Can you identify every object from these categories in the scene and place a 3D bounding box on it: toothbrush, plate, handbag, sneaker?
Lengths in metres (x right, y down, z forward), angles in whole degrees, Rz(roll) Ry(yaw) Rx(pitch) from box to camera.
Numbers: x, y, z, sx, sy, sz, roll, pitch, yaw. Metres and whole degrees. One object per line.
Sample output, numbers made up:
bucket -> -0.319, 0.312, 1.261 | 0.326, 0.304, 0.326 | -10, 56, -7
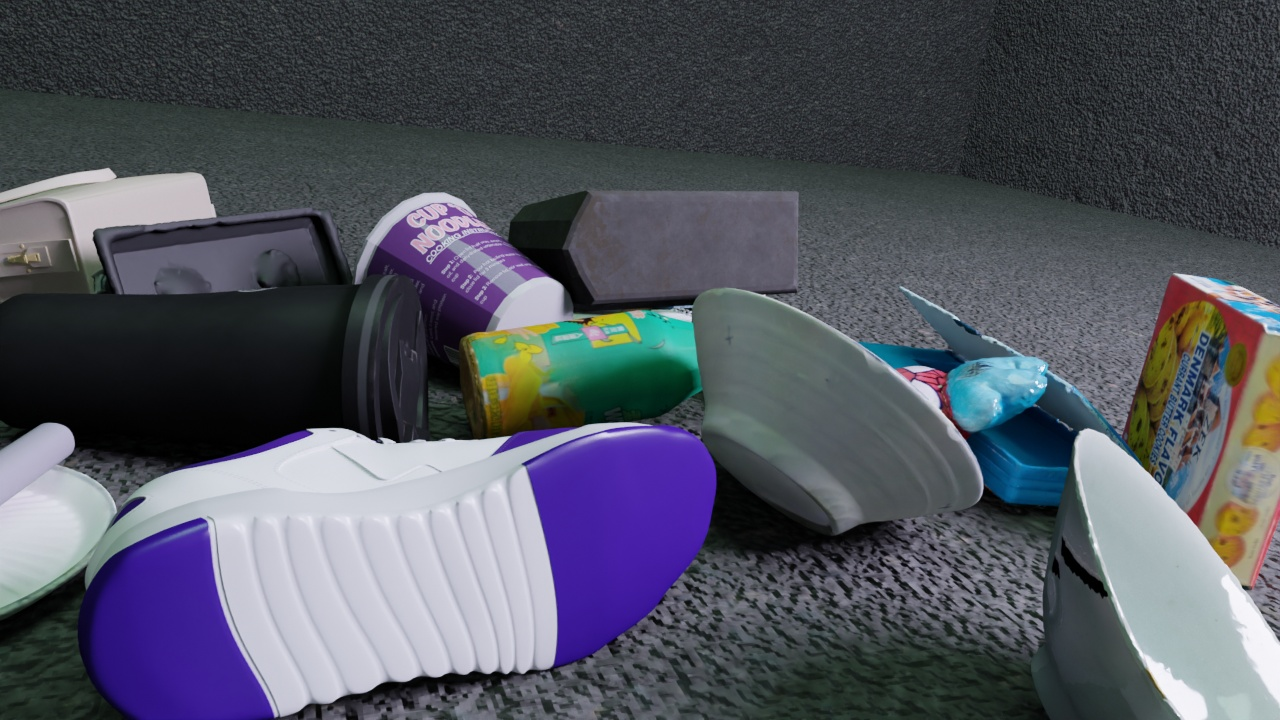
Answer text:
toothbrush -> -0.274, 0.066, 0.346 | 0.019, 0.018, 0.187 | 4, 18, -4
plate -> -0.298, 0.076, 0.365 | 0.157, 0.014, 0.156 | 6, 18, -2
handbag -> -0.008, -0.083, 0.750 | 0.197, 0.102, 0.200 | -5, 9, -27
sneaker -> -0.089, 0.068, 0.372 | 0.243, 0.092, 0.111 | -5, 13, -34
handbag -> -0.473, -0.094, 0.724 | 0.198, 0.101, 0.194 | -3, 17, 7

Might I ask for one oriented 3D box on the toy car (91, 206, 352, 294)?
toy car -> -0.312, -0.054, 0.683 | 0.071, 0.094, 0.191 | -17, 4, 33

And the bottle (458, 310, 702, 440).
bottle -> -0.003, 0.003, 0.569 | 0.209, 0.068, 0.068 | -9, 22, -17

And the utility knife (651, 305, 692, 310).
utility knife -> -0.032, -0.059, 0.828 | 0.187, 0.029, 0.020 | 2, 20, -13

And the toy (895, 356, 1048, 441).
toy -> 0.179, 0.030, 0.555 | 0.133, 0.062, 0.092 | -28, 19, 30

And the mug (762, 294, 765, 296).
mug -> 0.077, -0.095, 0.896 | 0.089, 0.112, 0.085 | 17, 56, 22

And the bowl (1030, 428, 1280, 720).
bowl -> 0.183, 0.113, 0.334 | 0.174, 0.068, 0.173 | 32, 35, -27

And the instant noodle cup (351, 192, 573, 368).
instant noodle cup -> -0.117, -0.040, 0.668 | 0.122, 0.122, 0.136 | 30, -1, 30

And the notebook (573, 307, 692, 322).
notebook -> -0.013, -0.026, 0.802 | 0.246, 0.013, 0.177 | 21, 24, 36

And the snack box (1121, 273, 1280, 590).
snack box -> 0.329, 0.034, 0.531 | 0.040, 0.143, 0.144 | 11, 18, 10

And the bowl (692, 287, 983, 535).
bowl -> 0.083, 0.042, 0.478 | 0.177, 0.057, 0.177 | 37, -14, 10

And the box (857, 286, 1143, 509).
box -> 0.244, 0.015, 0.650 | 0.091, 0.085, 0.243 | 5, 18, -12

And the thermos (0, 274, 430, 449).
thermos -> -0.224, 0.004, 0.492 | 0.218, 0.106, 0.105 | 2, 18, 0
